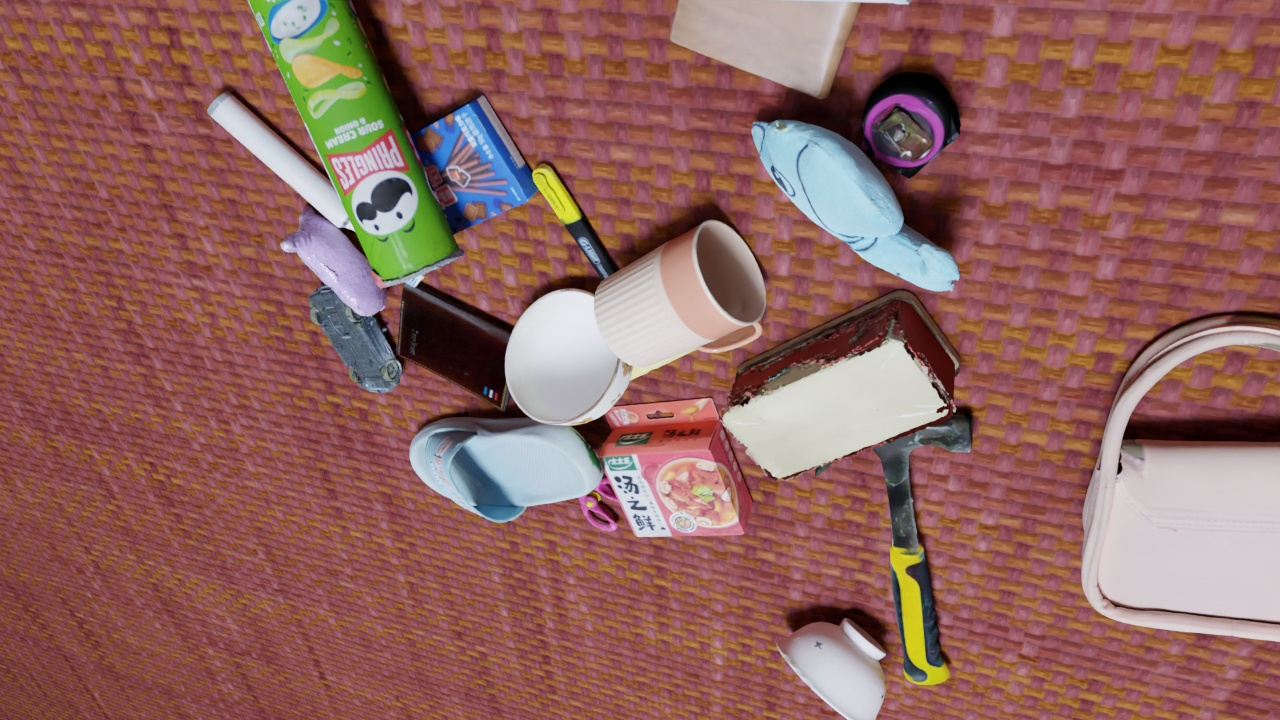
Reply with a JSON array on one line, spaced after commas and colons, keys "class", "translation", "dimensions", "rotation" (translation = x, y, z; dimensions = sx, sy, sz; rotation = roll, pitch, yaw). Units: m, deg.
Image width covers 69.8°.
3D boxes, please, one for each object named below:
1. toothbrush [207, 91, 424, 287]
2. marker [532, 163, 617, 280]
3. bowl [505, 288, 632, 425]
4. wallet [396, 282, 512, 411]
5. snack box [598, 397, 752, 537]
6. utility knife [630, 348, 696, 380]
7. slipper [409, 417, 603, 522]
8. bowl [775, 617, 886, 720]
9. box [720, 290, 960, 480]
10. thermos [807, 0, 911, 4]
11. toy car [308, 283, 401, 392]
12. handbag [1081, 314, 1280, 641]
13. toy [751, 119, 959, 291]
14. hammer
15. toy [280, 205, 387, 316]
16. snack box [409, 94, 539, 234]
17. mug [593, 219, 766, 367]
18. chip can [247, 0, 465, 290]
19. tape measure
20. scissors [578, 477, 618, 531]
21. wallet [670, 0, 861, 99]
[{"class": "toothbrush", "translation": [-0.274, -0.143, 0.789], "dimensions": [0.221, 0.026, 0.026], "rotation": [42, 109, -12]}, {"class": "marker", "translation": [-0.048, -0.101, 0.730], "dimensions": [0.018, 0.015, 0.124], "rotation": [-15, 120, 36]}, {"class": "bowl", "translation": [-0.050, 0.002, 0.767], "dimensions": [0.114, 0.113, 0.062], "rotation": [-8, 163, 29]}, {"class": "wallet", "translation": [-0.169, -0.013, 0.851], "dimensions": [0.122, 0.020, 0.097], "rotation": [27, 132, 5]}, {"class": "snack box", "translation": [0.029, 0.101, 0.834], "dimensions": [0.113, 0.044, 0.127], "rotation": [-7, 122, 28]}, {"class": "utility knife", "translation": [-0.005, 0.005, 0.793], "dimensions": [0.174, 0.018, 0.031], "rotation": [-22, 119, 36]}, {"class": "slipper", "translation": [-0.137, 0.109, 0.876], "dimensions": [0.246, 0.074, 0.104], "rotation": [-9, 121, 42]}, {"class": "bowl", "translation": [0.197, 0.289, 0.886], "dimensions": [0.118, 0.118, 0.065], "rotation": [39, 92, -9]}, {"class": "box", "translation": [0.148, 0.027, 0.702], "dimensions": [0.169, 0.079, 0.091], "rotation": [-28, 112, 36]}, {"class": "thermos", "translation": [0.049, -0.243, 0.528], "dimensions": [0.221, 0.070, 0.070], "rotation": [11, 130, 22]}, {"class": "toy car", "translation": [-0.268, -0.022, 0.873], "dimensions": [0.054, 0.036, 0.121], "rotation": [-3, 124, 28]}, {"class": "handbag", "translation": [0.411, 0.079, 0.638], "dimensions": [0.194, 0.093, 0.234], "rotation": [-2, 117, 26]}, {"class": "toy", "translation": [0.137, -0.105, 0.598], "dimensions": [0.161, 0.050, 0.156], "rotation": [43, -178, 39]}, {"class": "hammer", "translation": [0.235, 0.176, 0.813], "dimensions": [0.126, 0.031, 0.324], "rotation": [0, 126, 24]}, {"class": "toy", "translation": [-0.264, -0.082, 0.804], "dimensions": [0.039, 0.083, 0.108], "rotation": [-31, 116, 16]}, {"class": "snack box", "translation": [-0.165, -0.143, 0.740], "dimensions": [0.157, 0.026, 0.084], "rotation": [-17, 116, 33]}, {"class": "mug", "translation": [0.039, -0.041, 0.704], "dimensions": [0.106, 0.081, 0.114], "rotation": [-23, 139, 37]}, {"class": "chip can", "translation": [-0.211, -0.174, 0.679], "dimensions": [0.072, 0.072, 0.236], "rotation": [-13, 108, 31]}, {"class": "tape measure", "translation": [0.169, -0.150, 0.581], "dimensions": [0.058, 0.039, 0.057], "rotation": [40, 131, -10]}, {"class": "scissors", "translation": [-0.063, 0.115, 0.907], "dimensions": [0.137, 0.017, 0.096], "rotation": [45, 131, -8]}, {"class": "wallet", "translation": [0.080, -0.230, 0.573], "dimensions": [0.115, 0.020, 0.101], "rotation": [22, 130, 9]}]
